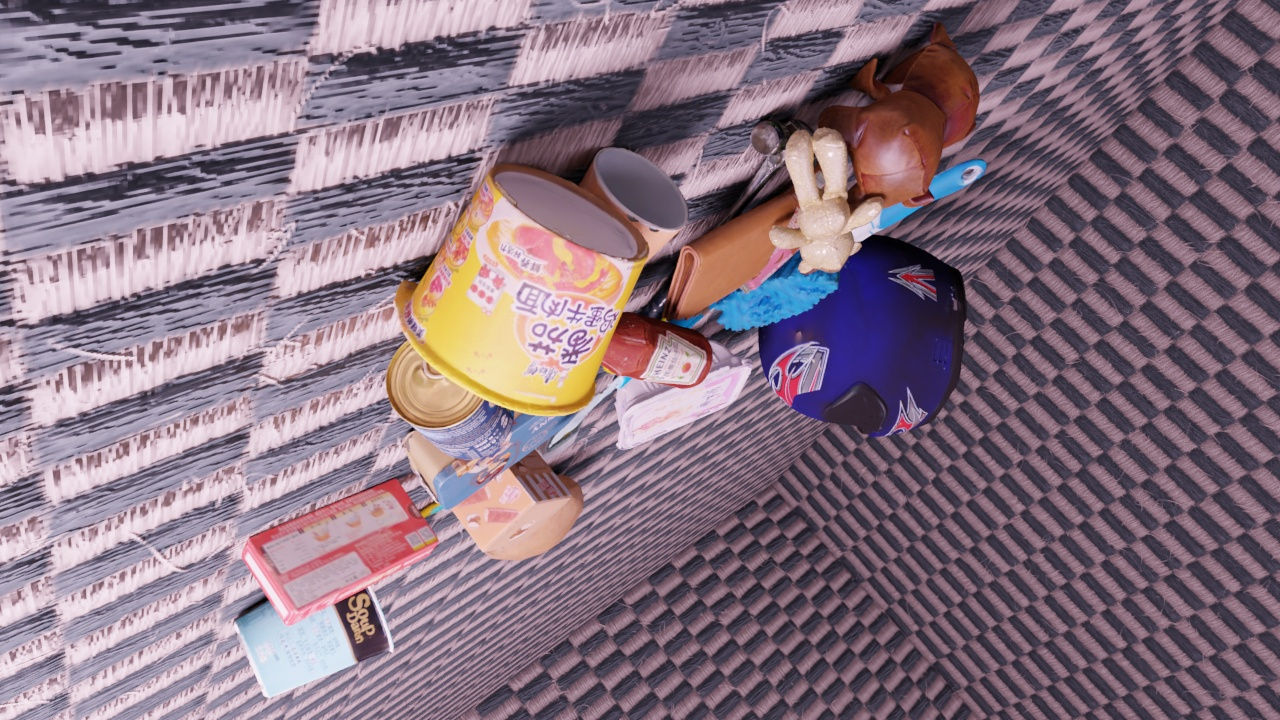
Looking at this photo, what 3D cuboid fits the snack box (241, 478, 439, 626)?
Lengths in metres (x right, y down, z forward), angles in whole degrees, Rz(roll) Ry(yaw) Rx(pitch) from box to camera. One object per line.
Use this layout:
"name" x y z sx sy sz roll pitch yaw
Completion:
"snack box" -0.254 0.161 0.789 0.152 0.075 0.026 -21 156 -51

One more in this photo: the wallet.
"wallet" 0.082 -0.094 0.858 0.131 0.031 0.108 -31 158 -29

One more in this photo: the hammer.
"hammer" 0.062 -0.103 0.904 0.125 0.032 0.324 -17 151 -54

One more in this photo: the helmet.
"helmet" 0.276 -0.025 1.221 0.240 0.246 0.316 3 151 1

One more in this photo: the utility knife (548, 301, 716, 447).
"utility knife" -0.005 0.005 0.891 0.236 0.018 0.034 -42 165 -24

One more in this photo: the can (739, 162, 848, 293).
"can" 0.148 -0.139 0.961 0.147 0.058 0.058 -42 164 4

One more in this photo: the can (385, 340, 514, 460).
"can" -0.141 0.029 0.701 0.075 0.075 0.111 -39 164 -10

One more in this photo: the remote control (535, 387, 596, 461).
"remote control" -0.088 0.073 1.044 0.056 0.019 0.135 -31 162 -32

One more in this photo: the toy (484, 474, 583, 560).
"toy" -0.132 0.209 1.215 0.143 0.082 0.226 -35 167 -4

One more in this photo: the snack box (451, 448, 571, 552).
"snack box" -0.141 0.131 0.938 0.077 0.094 0.092 -44 164 11

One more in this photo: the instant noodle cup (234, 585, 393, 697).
"instant noodle cup" -0.314 0.255 0.873 0.120 0.111 0.111 -22 157 -27

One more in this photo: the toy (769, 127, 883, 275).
"toy" 0.161 -0.140 0.822 0.105 0.066 0.157 -20 140 2

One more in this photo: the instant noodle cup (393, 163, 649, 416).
"instant noodle cup" -0.067 -0.049 0.574 0.137 0.138 0.110 -14 139 -58

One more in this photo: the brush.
"brush" 0.212 -0.119 0.972 0.315 0.060 0.109 -19 -144 44

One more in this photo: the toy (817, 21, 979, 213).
"toy" 0.251 -0.225 0.868 0.199 0.131 0.140 -46 129 -24

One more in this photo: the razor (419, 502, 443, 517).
"razor" -0.211 0.163 0.981 0.132 0.028 0.043 -24 -179 -38

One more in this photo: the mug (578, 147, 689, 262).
"mug" -0.031 -0.083 0.667 0.078 0.078 0.123 -21 159 -51

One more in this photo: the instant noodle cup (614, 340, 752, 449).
"instant noodle cup" 0.042 0.036 1.131 0.173 0.060 0.138 -24 160 -16

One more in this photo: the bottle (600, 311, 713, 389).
"bottle" -0.019 -0.016 0.808 0.205 0.059 0.060 13 127 -45

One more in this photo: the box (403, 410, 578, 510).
"box" -0.124 0.055 0.838 0.184 0.061 0.090 -34 164 -17
